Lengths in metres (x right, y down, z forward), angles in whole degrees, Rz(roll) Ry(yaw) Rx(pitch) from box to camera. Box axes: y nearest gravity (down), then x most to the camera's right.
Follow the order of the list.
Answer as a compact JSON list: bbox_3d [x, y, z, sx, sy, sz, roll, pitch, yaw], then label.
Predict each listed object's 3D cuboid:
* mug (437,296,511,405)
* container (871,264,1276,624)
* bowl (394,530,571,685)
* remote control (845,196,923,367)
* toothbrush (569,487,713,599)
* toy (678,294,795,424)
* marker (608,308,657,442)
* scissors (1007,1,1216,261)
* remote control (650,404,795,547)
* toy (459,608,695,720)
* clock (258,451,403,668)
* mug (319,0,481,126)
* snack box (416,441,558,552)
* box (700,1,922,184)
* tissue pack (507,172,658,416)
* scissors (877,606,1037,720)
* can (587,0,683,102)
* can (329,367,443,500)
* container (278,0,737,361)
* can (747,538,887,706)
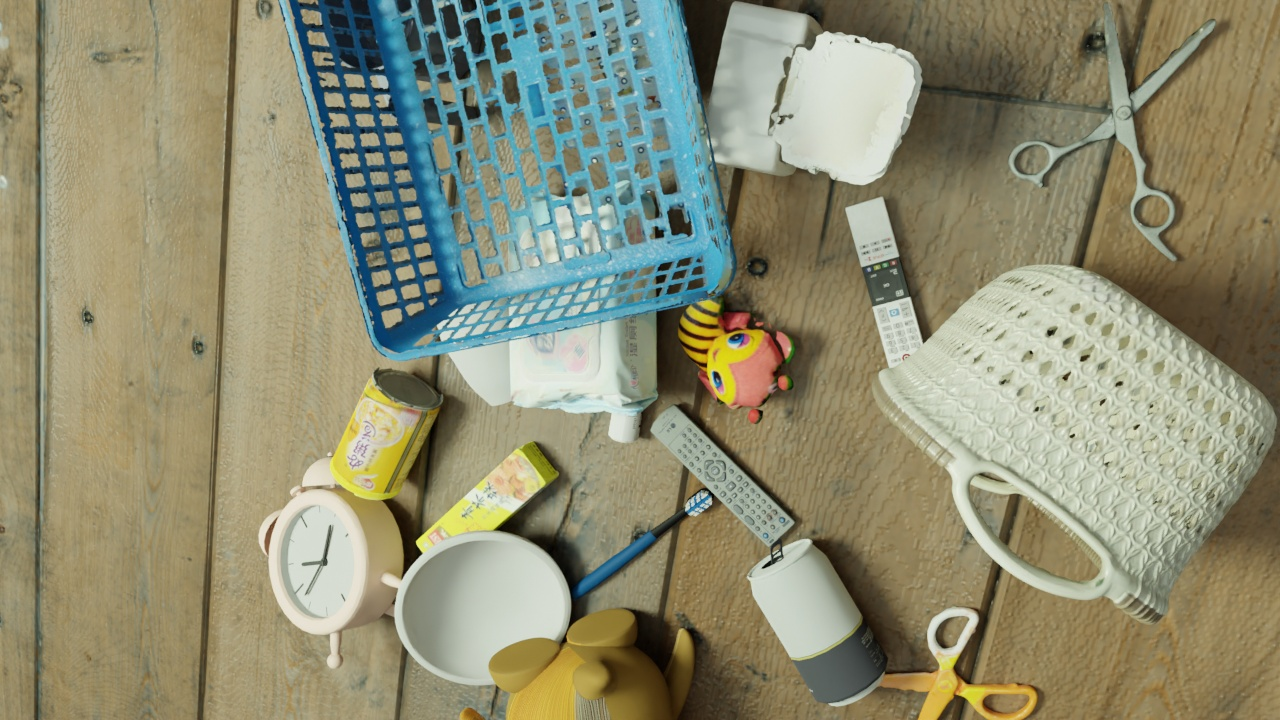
[{"bbox_3d":[-0.134,-0.010,0.776,0.107,0.071,0.089,-9,106,49],"label":"mug"},{"bbox_3d":[0.244,0.036,0.546,0.184,0.246,0.143,39,101,6],"label":"container"},{"bbox_3d":[-0.137,0.209,0.805,0.149,0.043,0.150,-2,108,-7],"label":"bowl"},{"bbox_3d":[0.180,-0.056,0.670,0.028,0.011,0.124,-15,94,22],"label":"remote control"},{"bbox_3d":[-0.002,0.158,0.777,0.168,0.014,0.014,-40,95,22],"label":"toothbrush"},{"bbox_3d":[0.072,-0.003,0.703,0.103,0.046,0.084,48,134,17],"label":"toy"},{"bbox_3d":[-0.004,0.004,0.744,0.025,0.025,0.126,14,104,18],"label":"marker"},{"bbox_3d":[0.320,-0.145,0.601,0.142,0.014,0.173,-28,90,26],"label":"scissors"},{"bbox_3d":[0.065,0.091,0.739,0.136,0.013,0.033,45,111,8],"label":"remote control"},{"bbox_3d":[-0.034,0.327,0.760,0.198,0.163,0.203,-17,97,-17],"label":"toy"},{"bbox_3d":[-0.279,0.183,0.861,0.131,0.086,0.160,-46,73,20],"label":"clock"},{"bbox_3d":[-0.178,-0.245,0.723,0.084,0.103,0.124,-20,92,22],"label":"mug"},{"bbox_3d":[-0.137,0.132,0.815,0.148,0.028,0.040,-42,83,22],"label":"snack box"},{"bbox_3d":[0.120,-0.174,0.613,0.137,0.125,0.109,13,103,16],"label":"box"},{"bbox_3d":[-0.046,-0.050,0.710,0.112,0.069,0.182,0,92,35],"label":"tissue pack"},{"bbox_3d":[0.235,0.241,0.702,0.125,0.011,0.127,-6,96,20],"label":"scissors"},{"bbox_3d":[-0.001,-0.231,0.668,0.043,0.086,0.086,-16,94,22],"label":"can"},{"bbox_3d":[-0.227,0.065,0.816,0.067,0.067,0.105,34,109,12],"label":"can"},{"bbox_3d":[-0.089,-0.199,0.603,0.257,0.089,0.362,-10,99,16],"label":"container"},{"bbox_3d":[0.132,0.195,0.705,0.064,0.064,0.127,-32,87,22],"label":"can"}]
